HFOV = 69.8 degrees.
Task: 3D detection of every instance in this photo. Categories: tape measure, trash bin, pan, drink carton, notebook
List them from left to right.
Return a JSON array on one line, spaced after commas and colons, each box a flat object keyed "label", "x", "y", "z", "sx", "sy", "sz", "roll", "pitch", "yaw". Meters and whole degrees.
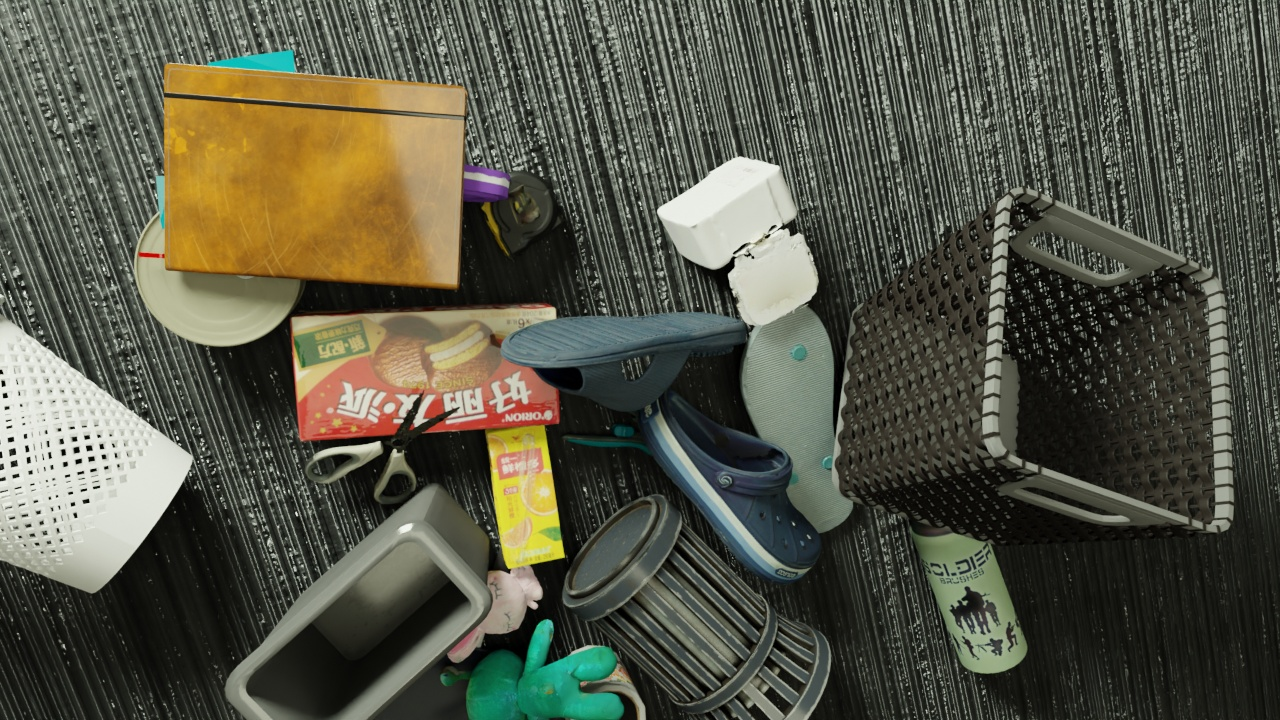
[{"label": "trash bin", "x": -0.491, "y": 0.079, "z": 0.735, "sx": 0.199, "sy": 0.195, "sz": 0.195, "roll": 40, "pitch": 87, "yaw": -25}, {"label": "notebook", "x": -0.268, "y": -0.154, "z": 0.735, "sx": 0.249, "sy": 0.014, "sz": 0.178, "roll": 4, "pitch": 98, "yaw": -3}, {"label": "trash bin", "x": -0.223, "y": 0.209, "z": 0.785, "sx": 0.191, "sy": 0.220, "sz": 0.097, "roll": -42, "pitch": 97, "yaw": -6}, {"label": "pan", "x": -0.172, "y": 0.307, "z": 0.920, "sx": 0.198, "sy": 0.021, "sz": 0.356, "roll": 18, "pitch": 90, "yaw": -16}, {"label": "tape measure", "x": -0.112, "y": -0.141, "z": 0.862, "sx": 0.071, "sy": 0.042, "sz": 0.072, "roll": -34, "pitch": 102, "yaw": -4}, {"label": "drink carton", "x": -0.113, "y": 0.128, "z": 0.893, "sx": 0.058, "sy": 0.043, "sz": 0.134, "roll": -9, "pitch": 94, "yaw": -13}, {"label": "trash bin", "x": 0.048, "y": 0.255, "z": 0.899, "sx": 0.164, "sy": 0.164, "sz": 0.227, "roll": -45, "pitch": 102, "yaw": -5}]

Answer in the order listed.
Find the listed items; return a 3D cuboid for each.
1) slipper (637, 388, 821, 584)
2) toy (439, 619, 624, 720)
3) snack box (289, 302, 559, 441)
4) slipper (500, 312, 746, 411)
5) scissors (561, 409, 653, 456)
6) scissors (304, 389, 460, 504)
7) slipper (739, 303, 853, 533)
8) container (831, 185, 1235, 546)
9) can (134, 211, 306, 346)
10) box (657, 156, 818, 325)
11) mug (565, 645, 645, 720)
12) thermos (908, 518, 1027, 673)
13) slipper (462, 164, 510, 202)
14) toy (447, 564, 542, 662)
[{"label": "slipper", "x": 0.102, "y": 0.120, "z": 0.901, "sx": 0.095, "sy": 0.105, "sz": 0.253, "roll": -39, "pitch": 108, "yaw": 16}, {"label": "toy", "x": -0.107, "y": 0.314, "z": 0.864, "sx": 0.194, "sy": 0.072, "sz": 0.130, "roll": -17, "pitch": 69, "yaw": 24}, {"label": "snack box", "x": -0.196, "y": 0.007, "z": 0.852, "sx": 0.236, "sy": 0.060, "sz": 0.113, "roll": -3, "pitch": 100, "yaw": -13}, {"label": "slipper", "x": -0.005, "y": 0.005, "z": 0.847, "sx": 0.263, "sy": 0.101, "sz": 0.082, "roll": -8, "pitch": 108, "yaw": -39}, {"label": "scissors", "x": -0.011, "y": 0.062, "z": 0.927, "sx": 0.156, "sy": 0.019, "sz": 0.124, "roll": -20, "pitch": 103, "yaw": -12}, {"label": "scissors", "x": -0.228, "y": 0.085, "z": 0.833, "sx": 0.158, "sy": 0.012, "sz": 0.162, "roll": -12, "pitch": 138, "yaw": -1}, {"label": "slipper", "x": 0.157, "y": 0.062, "z": 0.959, "sx": 0.098, "sy": 0.054, "sz": 0.269, "roll": -18, "pitch": 113, "yaw": -8}, {"label": "container", "x": 0.348, "y": 0.031, "z": 0.858, "sx": 0.247, "sy": 0.244, "sz": 0.245, "roll": 19, "pitch": 68, "yaw": -16}, {"label": "can", "x": -0.357, "y": -0.079, "z": 0.793, "sx": 0.127, "sy": 0.073, "sz": 0.128, "roll": -2, "pitch": 98, "yaw": -14}, {"label": "box", "x": 0.107, "y": -0.107, "z": 0.883, "sx": 0.108, "sy": 0.128, "sz": 0.137, "roll": -36, "pitch": 118, "yaw": -7}, {"label": "mug", "x": -0.040, "y": 0.355, "z": 0.923, "sx": 0.073, "sy": 0.089, "sz": 0.105, "roll": -6, "pitch": 99, "yaw": -13}, {"label": "thermos", "x": 0.356, "y": 0.225, "z": 1.010, "sx": 0.082, "sy": 0.082, "sz": 0.231, "roll": -26, "pitch": 103, "yaw": -9}, {"label": "slipper", "x": -0.251, "y": -0.136, "z": 0.795, "sx": 0.266, "sy": 0.107, "sz": 0.084, "roll": 7, "pitch": 94, "yaw": -8}, {"label": "toy", "x": -0.147, "y": 0.241, "z": 0.889, "sx": 0.110, "sy": 0.047, "sz": 0.063, "roll": -31, "pitch": 99, "yaw": -6}]
